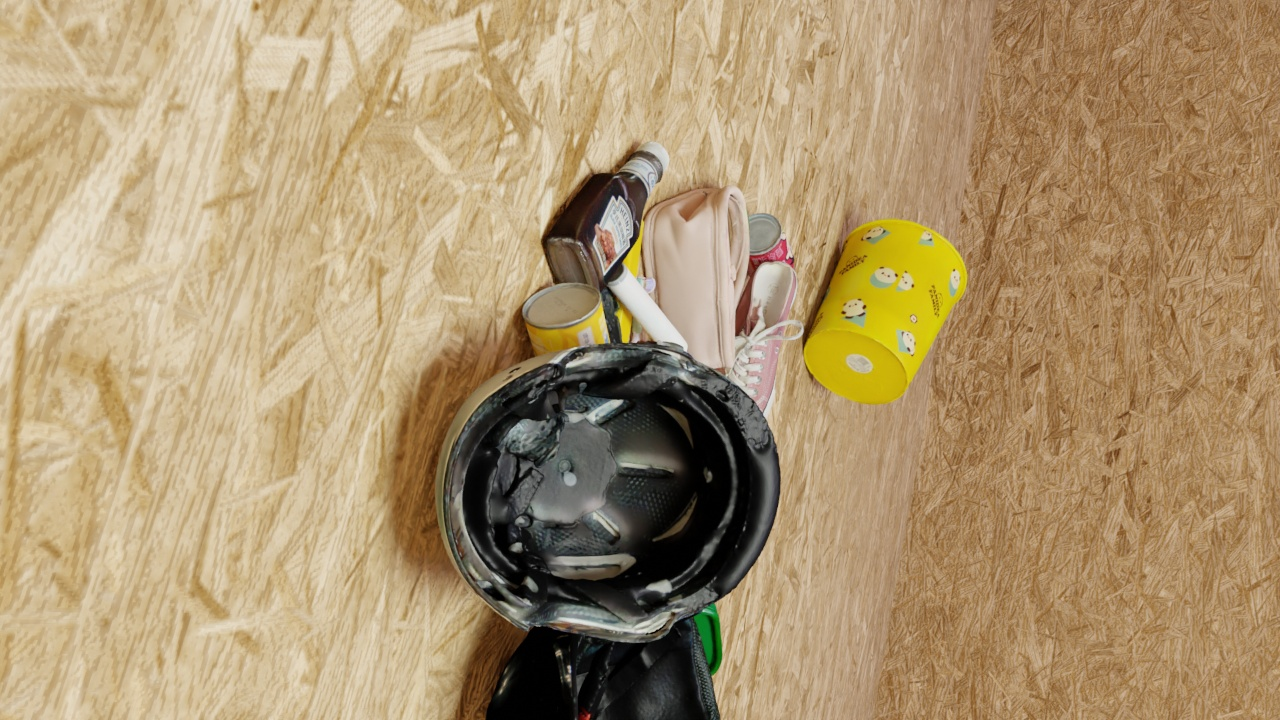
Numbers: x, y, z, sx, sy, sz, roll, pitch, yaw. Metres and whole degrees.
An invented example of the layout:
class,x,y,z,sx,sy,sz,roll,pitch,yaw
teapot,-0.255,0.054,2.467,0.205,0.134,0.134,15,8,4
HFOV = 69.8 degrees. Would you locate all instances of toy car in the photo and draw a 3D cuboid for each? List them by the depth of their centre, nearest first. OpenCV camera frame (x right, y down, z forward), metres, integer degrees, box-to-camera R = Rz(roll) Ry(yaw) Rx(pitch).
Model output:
class,x,y,z,sx,sy,sz,roll,pitch,yaw
toy car,-0.038,-0.021,0.888,0.048,0.032,0.105,-17,101,-67

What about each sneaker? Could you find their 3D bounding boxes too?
class,x,y,z,sx,sy,sz,roll,pitch,yaw
sneaker,0.138,-0.016,1.151,0.088,0.118,0.241,26,82,-75

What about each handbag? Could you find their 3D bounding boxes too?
class,x,y,z,sx,sy,sz,roll,pitch,yaw
handbag,0.031,0.307,1.043,0.068,0.120,0.131,-113,-166,-54
handbag,0.085,-0.115,1.069,0.233,0.093,0.193,-54,144,-55

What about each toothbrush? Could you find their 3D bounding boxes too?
class,x,y,z,sx,sy,sz,roll,pitch,yaw
toothbrush,0.025,-0.027,0.950,0.221,0.026,0.026,48,36,-46
toothbrush,-0.006,0.006,0.975,0.021,0.029,0.189,-136,-130,-75

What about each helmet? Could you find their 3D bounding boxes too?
class,x,y,z,sx,sy,sz,roll,pitch,yaw
helmet,-0.041,0.095,0.731,0.273,0.157,0.230,1,94,-32
helmet,-0.024,0.322,0.796,0.274,0.231,0.233,13,56,-60

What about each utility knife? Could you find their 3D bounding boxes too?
class,x,y,z,sx,sy,sz,roll,pitch,yaw
utility knife,-0.015,-0.073,0.937,0.033,0.015,0.156,18,81,-70

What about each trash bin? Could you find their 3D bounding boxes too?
class,x,y,z,sx,sy,sz,roll,pitch,yaw
trash bin,0.415,-0.078,1.595,0.254,0.230,0.230,-56,145,-31

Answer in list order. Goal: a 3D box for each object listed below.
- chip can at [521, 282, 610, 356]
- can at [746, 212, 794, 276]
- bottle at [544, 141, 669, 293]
class,x,y,z,sx,sy,sz,roll,pitch,yaw
chip can,-0.050,0.038,0.835,0.071,0.072,0.214,-54,142,-44
can,0.168,-0.145,1.229,0.094,0.067,0.066,53,51,-56
bottle,-0.024,-0.143,0.868,0.194,0.044,0.080,-59,143,-40
